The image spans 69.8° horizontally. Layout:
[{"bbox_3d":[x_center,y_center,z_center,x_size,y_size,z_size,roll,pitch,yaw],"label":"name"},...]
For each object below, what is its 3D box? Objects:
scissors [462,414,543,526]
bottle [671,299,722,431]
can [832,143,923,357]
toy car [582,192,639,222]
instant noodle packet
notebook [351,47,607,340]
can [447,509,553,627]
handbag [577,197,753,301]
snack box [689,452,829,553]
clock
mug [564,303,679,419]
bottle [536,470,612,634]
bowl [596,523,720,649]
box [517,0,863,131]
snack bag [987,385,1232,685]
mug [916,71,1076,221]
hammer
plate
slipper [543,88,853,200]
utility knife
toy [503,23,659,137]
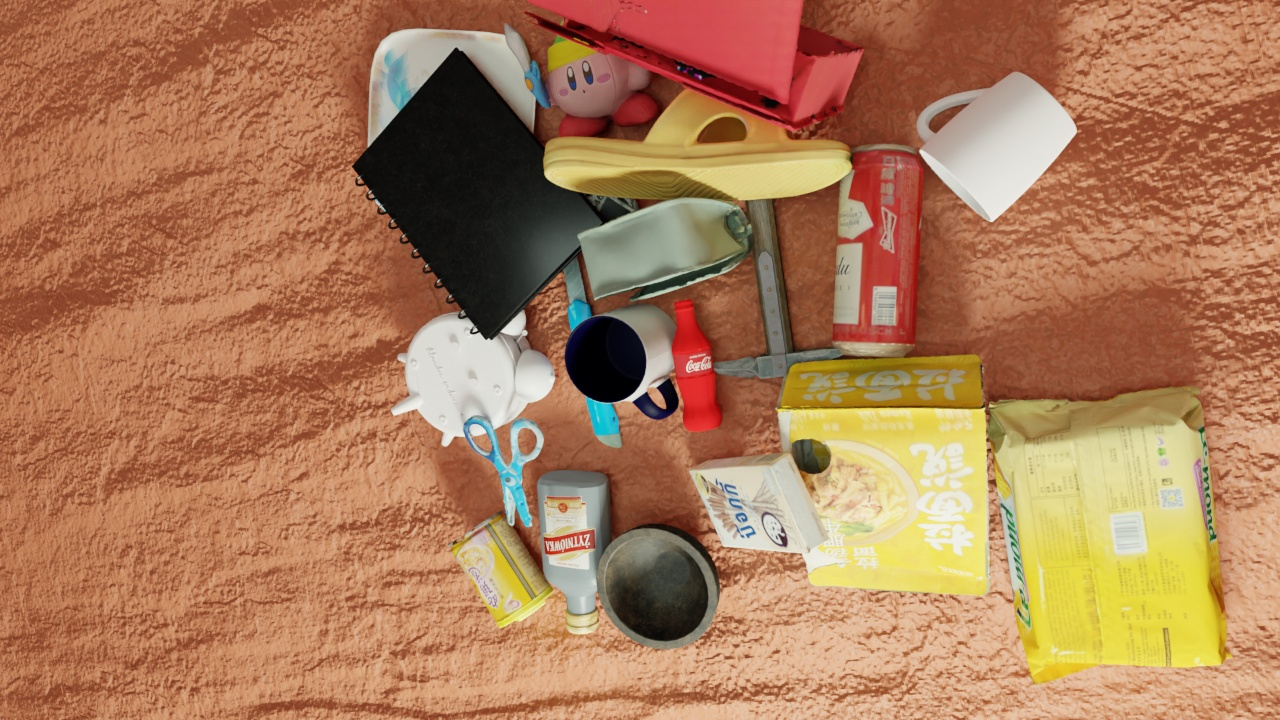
[{"bbox_3d":[-0.140,0.111,0.915,0.090,0.014,0.141,11,123,11],"label":"scissors"},{"bbox_3d":[0.048,0.004,0.837,0.036,0.036,0.119,-7,98,22],"label":"bottle"},{"bbox_3d":[0.195,-0.088,0.755,0.067,0.067,0.170,3,92,20],"label":"can"},{"bbox_3d":[-0.055,-0.155,0.862,0.113,0.040,0.048,33,108,13],"label":"toy car"},{"bbox_3d":[0.215,0.114,0.793,0.163,0.084,0.222,-3,116,18],"label":"instant noodle packet"},{"bbox_3d":[-0.161,-0.155,0.872,0.169,0.019,0.231,-43,77,16],"label":"notebook"},{"bbox_3d":[-0.144,0.217,0.951,0.068,0.067,0.105,-35,86,22],"label":"can"},{"bbox_3d":[0.021,-0.094,0.794,0.122,0.106,0.067,-13,91,41],"label":"handbag"},{"bbox_3d":[0.101,0.126,0.815,0.082,0.026,0.150,66,156,-3],"label":"snack box"},{"bbox_3d":[-0.172,0.012,0.920,0.161,0.072,0.125,-27,90,23],"label":"clock"},{"bbox_3d":[-0.005,0.005,0.843,0.079,0.096,0.112,-36,86,22],"label":"mug"},{"bbox_3d":[-0.064,0.195,0.928,0.072,0.046,0.161,1,100,21],"label":"bottle"},{"bbox_3d":[0.024,0.212,0.893,0.121,0.056,0.121,4,101,20],"label":"bowl"},{"bbox_3d":[0.027,-0.243,0.639,0.211,0.315,0.124,28,97,18],"label":"box"},{"bbox_3d":[0.378,0.144,0.740,0.160,0.068,0.247,-9,97,21],"label":"snack bag"},{"bbox_3d":[0.271,-0.179,0.723,0.088,0.081,0.114,-45,52,15],"label":"mug"},{"bbox_3d":[0.101,-0.139,0.813,0.147,0.028,0.317,-6,98,22],"label":"hammer"},{"bbox_3d":[-0.187,-0.228,0.911,0.187,0.016,0.187,10,103,19],"label":"plate"},{"bbox_3d":[0.045,-0.181,0.763,0.264,0.099,0.078,3,82,19],"label":"slipper"},{"bbox_3d":[-0.050,-0.014,0.900,0.031,0.015,0.209,-8,101,20],"label":"utility knife"},{"bbox_3d":[-0.049,-0.271,0.829,0.124,0.096,0.131,-8,116,28],"label":"toy"}]
